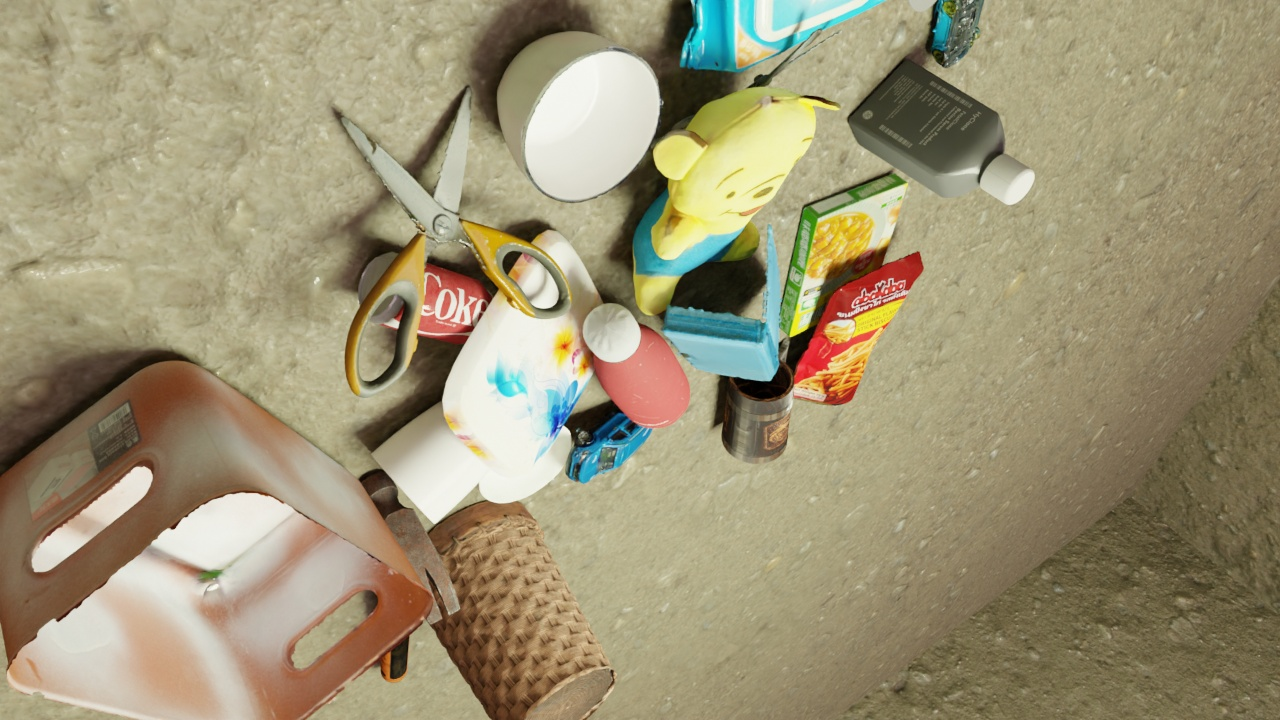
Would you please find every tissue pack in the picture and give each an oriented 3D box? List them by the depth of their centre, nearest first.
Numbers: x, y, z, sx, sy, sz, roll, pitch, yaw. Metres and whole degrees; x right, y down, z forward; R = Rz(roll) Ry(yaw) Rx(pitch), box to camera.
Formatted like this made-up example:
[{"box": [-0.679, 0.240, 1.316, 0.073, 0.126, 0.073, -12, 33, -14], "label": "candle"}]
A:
[{"box": [0.116, -0.299, 0.684, 0.209, 0.066, 0.117, -28, 143, -17], "label": "tissue pack"}]

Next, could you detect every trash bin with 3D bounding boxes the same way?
[{"box": [-0.299, 0.142, 0.659, 0.181, 0.157, 0.260, -39, 145, -5], "label": "trash bin"}, {"box": [-0.124, 0.264, 0.919, 0.151, 0.210, 0.151, -27, 143, -23], "label": "trash bin"}]

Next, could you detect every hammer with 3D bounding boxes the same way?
[{"box": [-0.230, 0.249, 0.893, 0.034, 0.137, 0.315, -22, 149, -31], "label": "hammer"}]

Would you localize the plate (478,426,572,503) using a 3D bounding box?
[{"box": [-0.118, 0.094, 0.904, 0.104, 0.026, 0.104, -27, 144, -22], "label": "plate"}]

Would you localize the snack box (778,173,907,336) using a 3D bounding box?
[{"box": [0.223, -0.115, 1.020, 0.131, 0.027, 0.168, -24, 142, -26], "label": "snack box"}]

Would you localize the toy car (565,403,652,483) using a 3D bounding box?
[{"box": [-0.030, 0.082, 0.943, 0.119, 0.043, 0.056, -36, 150, -43], "label": "toy car"}]

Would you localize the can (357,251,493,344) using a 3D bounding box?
[{"box": [-0.158, -0.045, 0.690, 0.096, 0.054, 0.054, 16, 115, -52], "label": "can"}]

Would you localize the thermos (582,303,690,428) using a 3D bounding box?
[{"box": [-0.005, 0.005, 0.832, 0.073, 0.073, 0.240, -42, 161, -2], "label": "thermos"}]

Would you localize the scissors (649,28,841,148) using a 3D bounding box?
[{"box": [0.080, -0.213, 0.727, 0.147, 0.014, 0.142, -24, 175, -15], "label": "scissors"}]

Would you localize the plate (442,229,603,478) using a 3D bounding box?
[{"box": [-0.085, 0.002, 0.773, 0.186, 0.016, 0.187, -61, 155, -18], "label": "plate"}]

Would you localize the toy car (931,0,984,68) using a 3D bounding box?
[{"box": [0.298, -0.325, 0.865, 0.048, 0.032, 0.105, -36, 151, -11], "label": "toy car"}]

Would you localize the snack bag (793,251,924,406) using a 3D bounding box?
[{"box": [0.246, -0.037, 1.082, 0.138, 0.066, 0.208, -15, 141, -29], "label": "snack bag"}]

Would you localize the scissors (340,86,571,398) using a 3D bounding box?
[{"box": [-0.140, -0.069, 0.640, 0.225, 0.016, 0.228, 44, 74, -39], "label": "scissors"}]

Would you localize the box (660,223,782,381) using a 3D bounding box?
[{"box": [0.088, -0.052, 0.875, 0.231, 0.094, 0.112, 36, 62, -76], "label": "box"}]

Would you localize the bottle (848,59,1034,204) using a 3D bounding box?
[{"box": [0.287, -0.204, 0.858, 0.084, 0.174, 0.046, -46, 146, 4], "label": "bottle"}]

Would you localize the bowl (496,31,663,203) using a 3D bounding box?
[{"box": [-0.049, -0.177, 0.646, 0.116, 0.065, 0.116, -27, 143, -23], "label": "bowl"}]

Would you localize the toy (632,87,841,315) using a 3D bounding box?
[{"box": [0.061, -0.141, 0.749, 0.148, 0.084, 0.214, -33, 164, -26], "label": "toy"}]

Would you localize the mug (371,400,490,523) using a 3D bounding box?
[{"box": [-0.173, 0.084, 0.806, 0.087, 0.081, 0.114, -42, 178, -14], "label": "mug"}]

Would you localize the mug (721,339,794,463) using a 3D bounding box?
[{"box": [0.146, 0.045, 1.086, 0.115, 0.080, 0.107, -54, 156, -38], "label": "mug"}]

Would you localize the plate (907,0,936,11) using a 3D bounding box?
[{"box": [0.254, -0.371, 0.731, 0.177, 0.012, 0.179, -44, 147, -39], "label": "plate"}]
